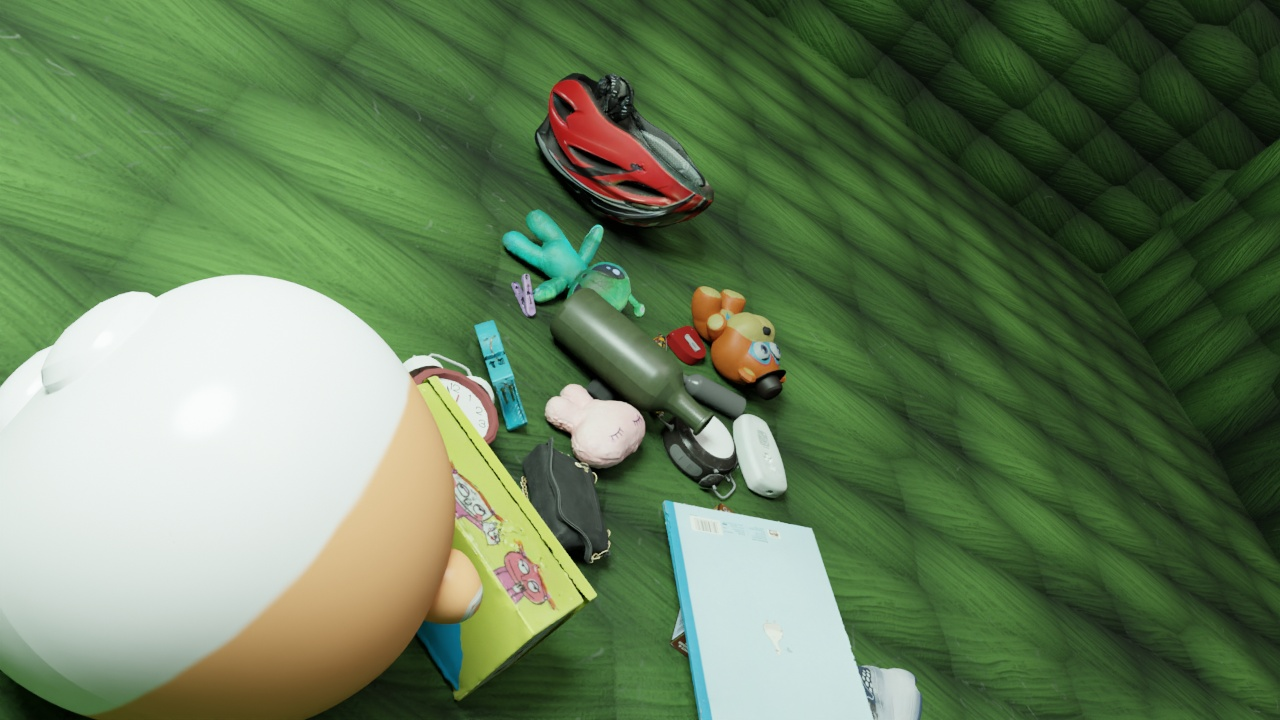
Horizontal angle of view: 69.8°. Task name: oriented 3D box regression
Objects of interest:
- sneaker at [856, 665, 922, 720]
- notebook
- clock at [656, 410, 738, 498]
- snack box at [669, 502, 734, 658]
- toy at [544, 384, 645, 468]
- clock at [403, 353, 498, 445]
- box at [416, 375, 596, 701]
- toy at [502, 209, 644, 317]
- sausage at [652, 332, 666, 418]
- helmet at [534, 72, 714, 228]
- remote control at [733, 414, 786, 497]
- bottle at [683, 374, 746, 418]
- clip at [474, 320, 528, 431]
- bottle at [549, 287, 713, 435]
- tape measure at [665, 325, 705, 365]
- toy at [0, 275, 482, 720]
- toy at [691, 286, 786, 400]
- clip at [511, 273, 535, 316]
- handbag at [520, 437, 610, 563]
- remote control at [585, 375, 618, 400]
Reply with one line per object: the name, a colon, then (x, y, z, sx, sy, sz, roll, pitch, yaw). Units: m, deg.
sneaker: (0.180, 0.374, 0.850, 0.132, 0.103, 0.268, 27, 33, 1)
notebook: (0.119, 0.246, 0.894, 0.181, 0.009, 0.253, 14, 36, -18)
clock: (0.075, 0.100, 1.073, 0.123, 0.044, 0.091, 49, 33, 8)
snack box: (0.097, 0.243, 0.945, 0.101, 0.032, 0.185, 38, 33, -9)
toy: (-0.050, 0.067, 0.974, 0.105, 0.053, 0.108, 32, 33, 10)
clock: (-0.181, 0.047, 0.849, 0.096, 0.048, 0.137, 25, 38, -27)
box: (-0.151, 0.135, 0.718, 0.221, 0.125, 0.079, 51, 33, 15)
toy: (-0.079, -0.102, 1.118, 0.193, 0.072, 0.130, 42, 71, 3)
sausage: (0.023, 0.017, 1.132, 0.020, 0.020, 0.155, 29, 35, -21)
helmet: (-0.021, -0.286, 1.289, 0.272, 0.167, 0.217, 40, 21, 4)
remote control: (0.147, 0.117, 1.145, 0.060, 0.028, 0.114, 20, 40, -32)
bottle: (0.081, 0.037, 1.163, 0.113, 0.030, 0.030, 28, 36, -24)
clip: (-0.146, -0.001, 0.924, 0.027, 0.103, 0.120, -16, 44, -10)
bottle: (-0.006, 0.006, 1.028, 0.207, 0.072, 0.071, 40, 31, 13)
tape measure: (0.065, -0.021, 1.222, 0.051, 0.019, 0.058, 51, 33, 11)
toy: (-0.237, 0.089, 0.551, 0.281, 0.263, 0.265, 48, 30, -27)
toy: (0.135, -0.023, 1.244, 0.112, 0.096, 0.176, 0, 64, -52)
clip: (-0.138, -0.076, 1.070, 0.014, 0.045, 0.051, -2, 96, -47)
handbag: (-0.066, 0.135, 0.873, 0.079, 0.054, 0.128, 21, 36, -37)
remote control: (-0.027, 0.014, 1.085, 0.033, 0.015, 0.146, 42, 32, -2)
